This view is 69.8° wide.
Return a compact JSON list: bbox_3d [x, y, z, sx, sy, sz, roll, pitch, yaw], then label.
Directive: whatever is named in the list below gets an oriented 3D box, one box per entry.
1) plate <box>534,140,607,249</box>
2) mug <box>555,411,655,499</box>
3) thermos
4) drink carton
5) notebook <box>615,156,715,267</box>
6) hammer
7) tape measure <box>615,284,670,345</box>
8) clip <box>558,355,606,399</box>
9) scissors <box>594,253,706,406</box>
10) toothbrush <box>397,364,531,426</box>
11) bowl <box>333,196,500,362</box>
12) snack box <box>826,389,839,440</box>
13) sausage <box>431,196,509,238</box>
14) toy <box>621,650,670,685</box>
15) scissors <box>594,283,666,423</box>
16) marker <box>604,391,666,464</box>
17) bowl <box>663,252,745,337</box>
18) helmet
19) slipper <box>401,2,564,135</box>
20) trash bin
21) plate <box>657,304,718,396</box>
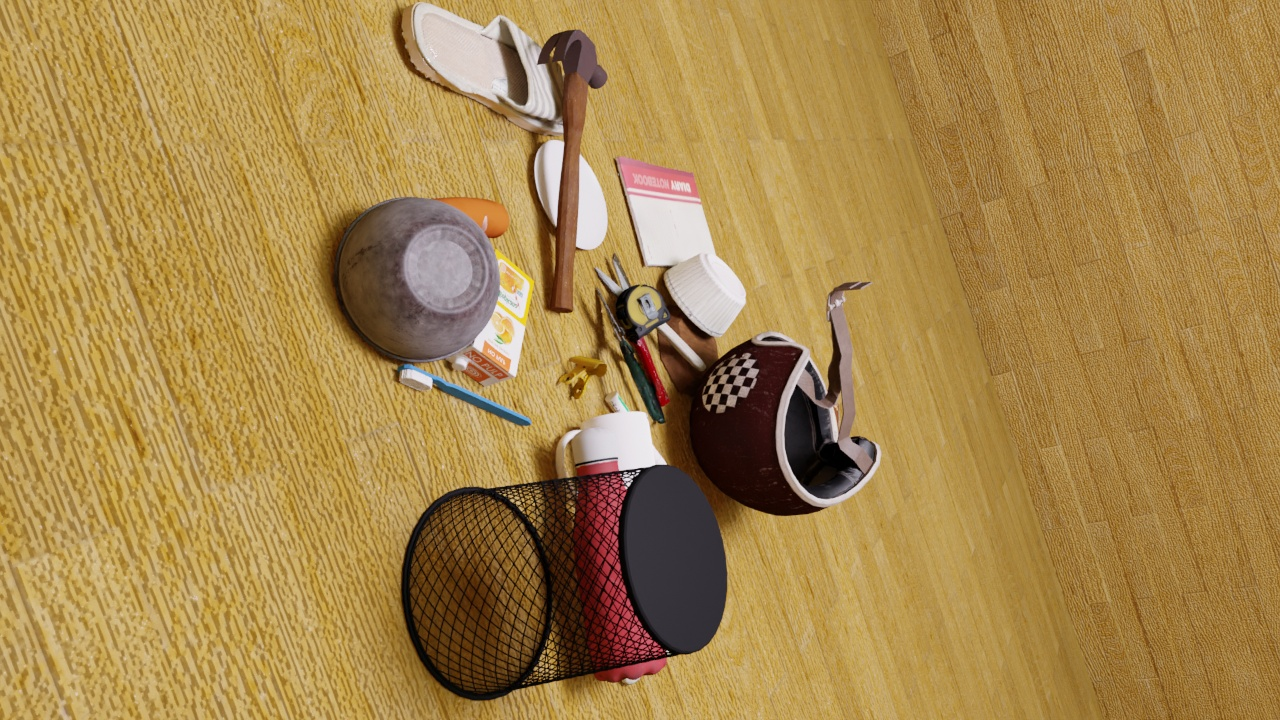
[{"bbox_3d":[-0.084,-0.194,1.084,0.134,0.011,0.134,32,50,-47],"label":"plate"},{"bbox_3d":[-0.038,0.107,0.965,0.110,0.074,0.090,-1,74,-31],"label":"mug"},{"bbox_3d":[-0.029,0.183,0.890,0.073,0.073,0.239,4,74,-57],"label":"thermos"},{"bbox_3d":[-0.145,-0.039,0.885,0.058,0.040,0.122,41,44,-41],"label":"drink carton"},{"bbox_3d":[0.042,-0.203,1.286,0.208,0.012,0.153,-8,82,-59],"label":"notebook"},{"bbox_3d":[-0.079,-0.214,1.027,0.115,0.033,0.322,23,68,-64],"label":"hammer"},{"bbox_3d":[0.001,-0.061,1.102,0.061,0.034,0.061,-37,100,-31],"label":"tape measure"},{"bbox_3d":[-0.062,0.020,0.993,0.046,0.053,0.037,-50,125,-20],"label":"clip"},{"bbox_3d":[0.012,-0.032,1.136,0.179,0.015,0.186,13,75,-33],"label":"scissors"},{"bbox_3d":[-0.159,0.038,0.850,0.166,0.016,0.014,32,50,-48],"label":"toothbrush"},{"bbox_3d":[-0.176,-0.072,0.774,0.144,0.067,0.145,3,85,-33],"label":"bowl"},{"bbox_3d":[0.270,0.095,1.469,0.143,0.041,0.146,45,40,-38],"label":"snack box"},{"bbox_3d":[-0.183,-0.133,0.873,0.163,0.039,0.044,-22,100,-58],"label":"sausage"},{"bbox_3d":[-0.012,0.269,0.946,0.079,0.038,0.122,-43,107,-43],"label":"toy"},{"bbox_3d":[-0.007,0.004,1.073,0.180,0.015,0.206,58,7,-61],"label":"scissors"},{"bbox_3d":[0.003,0.095,1.074,0.145,0.017,0.017,56,35,-24],"label":"marker"},{"bbox_3d":[0.093,-0.094,1.227,0.115,0.063,0.115,40,23,-22],"label":"bowl"},{"bbox_3d":[0.183,0.069,1.137,0.233,0.254,0.233,49,63,-26],"label":"helmet"},{"bbox_3d":[-0.150,-0.320,1.009,0.272,0.054,0.114,7,65,-56],"label":"slipper"},{"bbox_3d":[-0.055,0.177,0.757,0.184,0.211,0.183,32,50,-47],"label":"trash bin"},{"bbox_3d":[0.069,-0.015,1.222,0.131,0.025,0.131,32,50,-47],"label":"plate"}]
